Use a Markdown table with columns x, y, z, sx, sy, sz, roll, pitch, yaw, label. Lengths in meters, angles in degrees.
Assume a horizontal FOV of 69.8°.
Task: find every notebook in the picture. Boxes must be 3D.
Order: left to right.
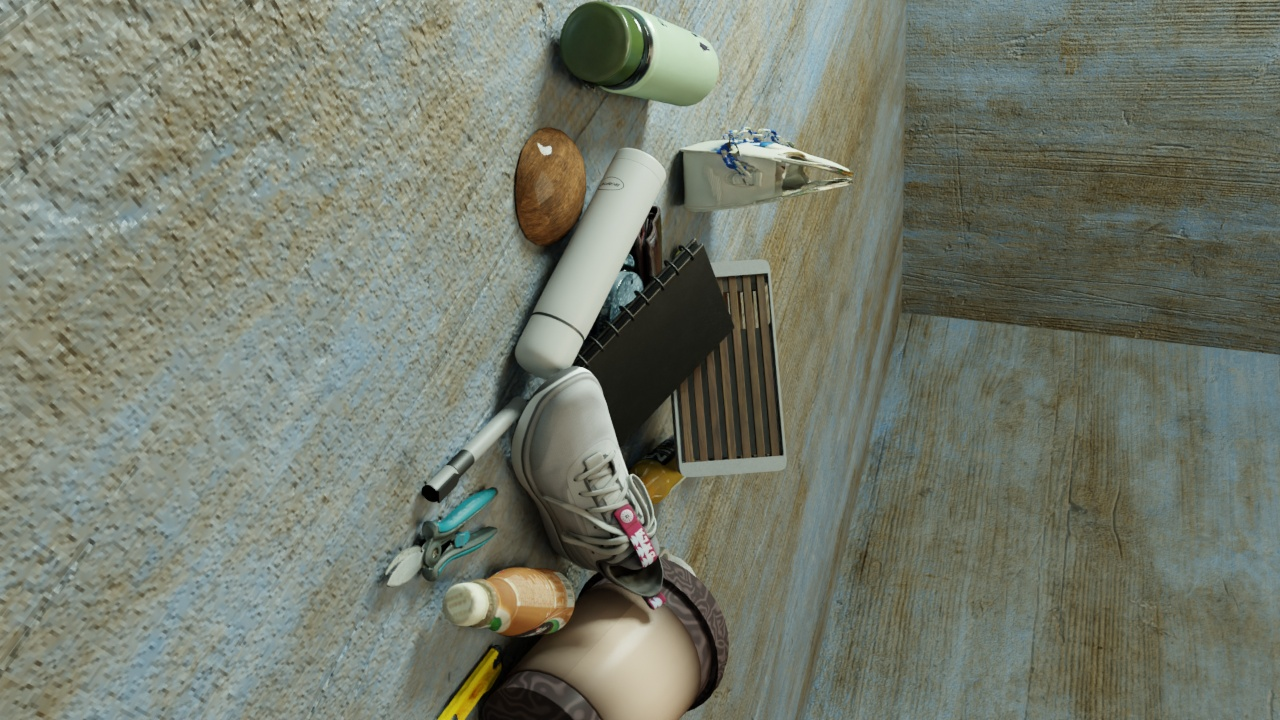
| x | y | z | sx | sy | sz | roll | pitch | yaw | label |
| --- | --- | --- | --- | --- | --- | --- | --- | --- | --- |
| -0.005 | 0.005 | 0.893 | 0.231 | 0.019 | 0.169 | -46 | 149 | -9 | notebook |

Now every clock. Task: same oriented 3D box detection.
| x | y | z | sx | sy | sz | roll | pitch | yaw | label |
| --- | --- | --- | --- | --- | --- | --- | --- | --- | --- |
| -0.032 | -0.058 | 0.897 | 0.090 | 0.052 | 0.129 | -41 | 136 | -59 | clock |

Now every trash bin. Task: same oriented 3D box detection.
| x | y | z | sx | sy | sz | roll | pitch | yaw | label |
| --- | --- | --- | --- | --- | --- | --- | --- | --- | --- |
| 0.091 | 0.013 | 1.041 | 0.114 | 0.114 | 0.228 | 84 | 2 | -85 | trash bin |

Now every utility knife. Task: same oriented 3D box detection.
| x | y | z | sx | sy | sz | roll | pitch | yaw | label |
| --- | --- | --- | --- | --- | --- | --- | --- | --- | --- |
| -0.167 | 0.311 | 0.754 | 0.206 | 0.018 | 0.030 | -45 | 130 | -52 | utility knife |

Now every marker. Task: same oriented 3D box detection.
| x | y | z | sx | sy | sz | roll | pitch | yaw | label |
| --- | --- | --- | --- | --- | --- | --- | --- | --- | --- |
| -0.131 | 0.069 | 0.745 | 0.140 | 0.016 | 0.016 | -50 | 142 | -53 | marker |

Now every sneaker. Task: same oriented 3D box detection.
| x | y | z | sx | sy | sz | roll | pitch | yaw | label |
| --- | --- | --- | --- | --- | --- | --- | --- | --- | --- |
| -0.036 | 0.123 | 0.827 | 0.096 | 0.129 | 0.263 | -35 | 138 | -26 | sneaker |

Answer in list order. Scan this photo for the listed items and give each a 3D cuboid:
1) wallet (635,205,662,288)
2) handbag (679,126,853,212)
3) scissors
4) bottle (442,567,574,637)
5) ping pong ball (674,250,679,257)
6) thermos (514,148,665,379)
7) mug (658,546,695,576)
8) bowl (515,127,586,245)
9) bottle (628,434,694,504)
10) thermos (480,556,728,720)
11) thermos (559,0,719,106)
| x | y | z | sx | sy | sz | roll | pitch | yaw | label |
| --- | --- | --- | --- | --- | --- | --- | --- | --- | --- |
| 0.008 | -0.102 | 0.980 | 0.119 | 0.031 | 0.099 | -84 | 170 | -63 | wallet |
| 0.156 | -0.235 | 1.110 | 0.200 | 0.200 | 0.093 | -39 | 129 | -63 | handbag |
| -0.150 | 0.144 | 0.722 | 0.148 | 0.019 | 0.131 | 70 | 35 | -52 | scissors |
| -0.113 | 0.206 | 0.783 | 0.167 | 0.059 | 0.059 | 34 | 66 | -66 | bottle |
| 0.061 | -0.120 | 1.124 | 0.040 | 0.040 | 0.040 | 9 | 89 | -68 | ping pong ball |
| -0.045 | -0.086 | 0.821 | 0.223 | 0.052 | 0.052 | -65 | 154 | -18 | thermos |
| 0.020 | 0.282 | 1.126 | 0.089 | 0.073 | 0.105 | -48 | 141 | -54 | mug |
| -0.070 | -0.151 | 0.803 | 0.114 | 0.026 | 0.102 | -31 | 126 | -63 | bowl |
| 0.020 | 0.137 | 1.103 | 0.185 | 0.053 | 0.053 | -29 | 125 | -63 | bottle |
| -0.034 | 0.311 | 0.891 | 0.225 | 0.173 | 0.173 | -28 | 124 | -56 | thermos |
| 0.001 | -0.285 | 0.870 | 0.230 | 0.082 | 0.082 | -26 | 122 | -65 | thermos |
